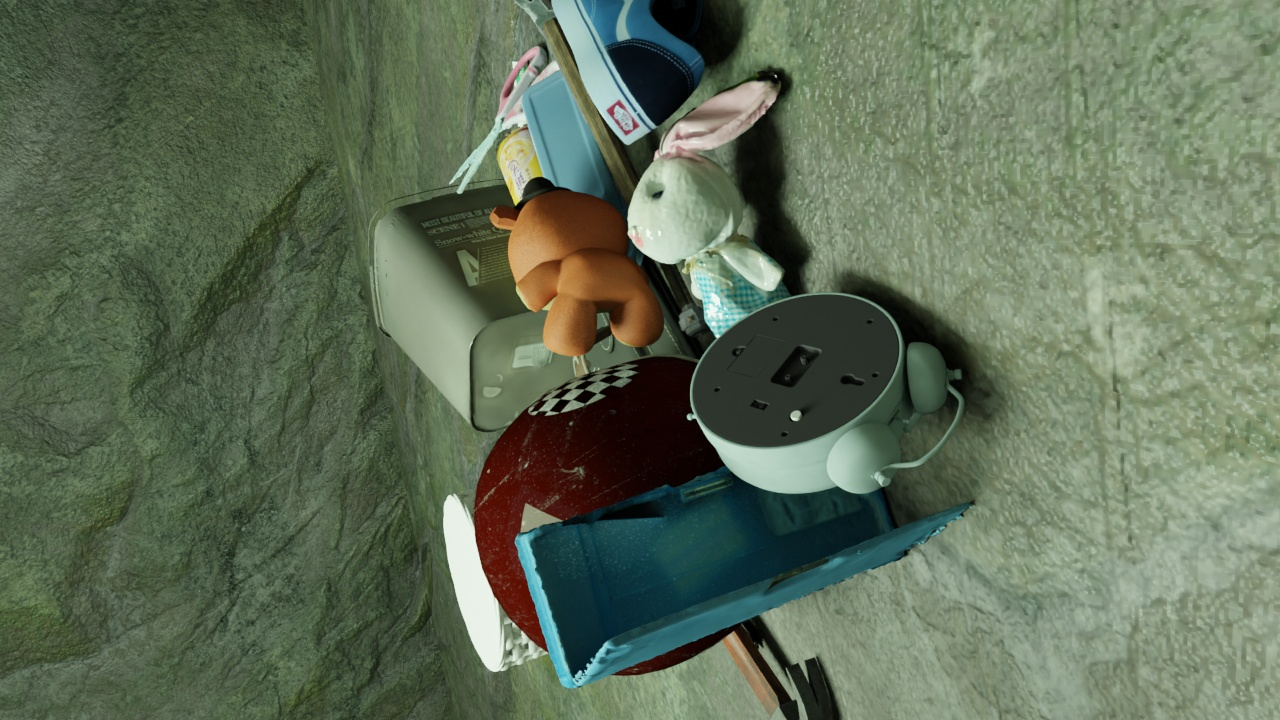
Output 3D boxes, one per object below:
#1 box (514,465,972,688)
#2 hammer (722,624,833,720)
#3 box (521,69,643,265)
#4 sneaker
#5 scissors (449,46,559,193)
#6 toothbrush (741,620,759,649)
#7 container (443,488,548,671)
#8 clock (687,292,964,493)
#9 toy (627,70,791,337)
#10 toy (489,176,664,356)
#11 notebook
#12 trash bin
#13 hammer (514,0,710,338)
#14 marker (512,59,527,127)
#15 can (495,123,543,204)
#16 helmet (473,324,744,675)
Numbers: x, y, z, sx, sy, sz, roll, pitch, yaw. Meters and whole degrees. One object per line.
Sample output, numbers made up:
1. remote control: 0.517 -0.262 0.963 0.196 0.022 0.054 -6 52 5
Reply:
1. box: 0.061 0.099 0.509 0.110 0.231 0.094 -41 65 64
2. hammer: 0.066 0.214 0.794 0.300 0.028 0.111 53 139 39
3. box: -0.044 -0.164 0.834 0.064 0.069 0.210 25 -136 -64
4. sneaker: 0.000 -0.247 0.685 0.083 0.098 0.241 47 -164 -37
5. scissors: -0.132 -0.231 0.909 0.108 0.016 0.179 32 90 48
6. toothbrush: 0.063 0.210 0.850 0.167 0.012 0.013 43 132 53
7. container: -0.091 0.207 0.969 0.189 0.186 0.189 41 137 53
8. clock: 0.102 0.020 0.517 0.159 0.122 0.045 18 147 44
9. toy: 0.041 -0.076 0.620 0.131 0.105 0.205 179 79 -70
10. toy: -0.052 -0.081 0.728 0.096 0.112 0.176 -55 49 53
11. notebook: -0.005 0.005 0.871 0.169 0.029 0.210 60 149 29
12. trash bin: -0.166 -0.056 1.016 0.220 0.197 0.198 48 143 39
13. hammer: -0.016 -0.160 0.748 0.316 0.028 0.147 66 -167 12
14. marker: -0.127 -0.255 1.014 0.017 0.017 0.146 41 138 54
15. can: -0.101 -0.180 0.931 0.105 0.067 0.068 66 156 23
16. helmet: -0.004 0.101 0.688 0.234 0.252 0.233 -20 99 54
